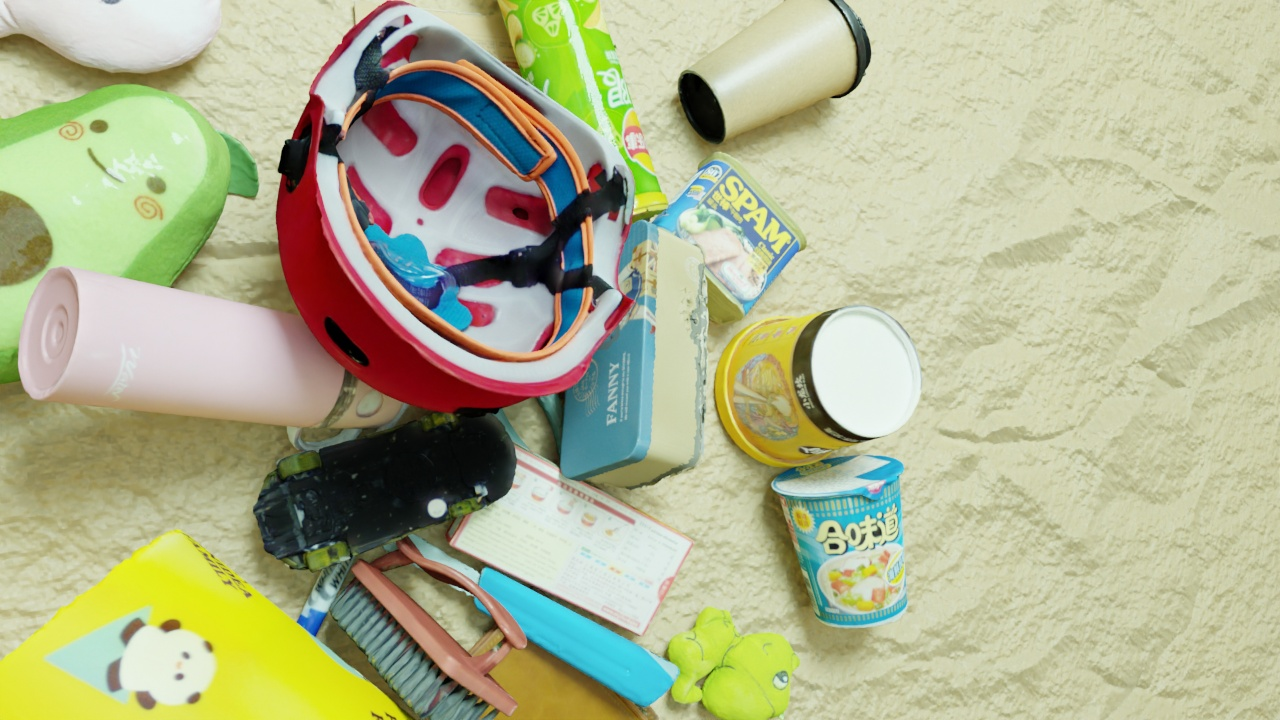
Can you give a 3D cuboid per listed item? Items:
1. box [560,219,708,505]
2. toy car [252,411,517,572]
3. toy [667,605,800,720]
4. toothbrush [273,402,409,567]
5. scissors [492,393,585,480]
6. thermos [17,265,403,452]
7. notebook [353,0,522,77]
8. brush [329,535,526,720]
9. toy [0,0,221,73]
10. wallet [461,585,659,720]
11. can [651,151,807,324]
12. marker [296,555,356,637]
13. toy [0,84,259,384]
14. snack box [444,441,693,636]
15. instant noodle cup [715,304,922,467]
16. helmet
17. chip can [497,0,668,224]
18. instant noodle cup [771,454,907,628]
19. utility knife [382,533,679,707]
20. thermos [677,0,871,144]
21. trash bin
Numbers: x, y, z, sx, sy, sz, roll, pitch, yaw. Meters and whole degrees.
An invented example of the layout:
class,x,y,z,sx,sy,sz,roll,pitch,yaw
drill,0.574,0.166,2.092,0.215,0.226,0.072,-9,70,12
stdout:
class,x,y,z,sx,sy,sz,roll,pitch,yaw
box,-0.004,0.003,0.612,0.061,0.090,0.184,22,58,-33
toy car,-0.153,0.077,0.562,0.158,0.042,0.070,-17,84,-15
toy,0.068,0.227,0.669,0.096,0.031,0.100,-36,94,-23
toothbrush,-0.176,0.052,0.593,0.016,0.016,0.179,36,72,-10
scissors,-0.074,0.071,0.634,0.143,0.019,0.180,-22,95,-25
thermos,-0.226,0.009,0.509,0.198,0.067,0.087,16,111,-55
notebook,-0.120,-0.145,0.644,0.147,0.008,0.207,-3,85,-24
brush,-0.125,0.151,0.535,0.069,0.146,0.063,-50,131,-16
toy,-0.334,-0.227,0.539,0.159,0.054,0.121,-8,86,-16
wallet,-0.057,0.228,0.610,0.130,0.035,0.118,49,63,-4
can,0.062,-0.090,0.691,0.102,0.057,0.083,44,71,-13
marker,-0.186,0.120,0.578,0.017,0.017,0.145,29,73,-18
toy,-0.329,-0.064,0.499,0.246,0.090,0.227,-44,111,-18
snack box,-0.046,0.121,0.622,0.155,0.027,0.077,32,84,-21
instant noodle cup,0.133,0.016,0.675,0.118,0.115,0.118,5,78,-23
helmet,-0.118,-0.063,0.534,0.207,0.144,0.239,29,48,-30
chip can,-0.047,-0.198,0.638,0.072,0.073,0.221,-19,91,-25
instant noodle cup,0.156,0.137,0.690,0.099,0.099,0.110,-14,97,-25
utility knife,-0.076,0.162,0.597,0.218,0.018,0.034,30,85,-2
thermos,0.104,-0.227,0.713,0.143,0.093,0.093,-33,97,-16
trash bin,-0.209,0.237,0.451,0.255,0.230,0.229,47,68,-6
